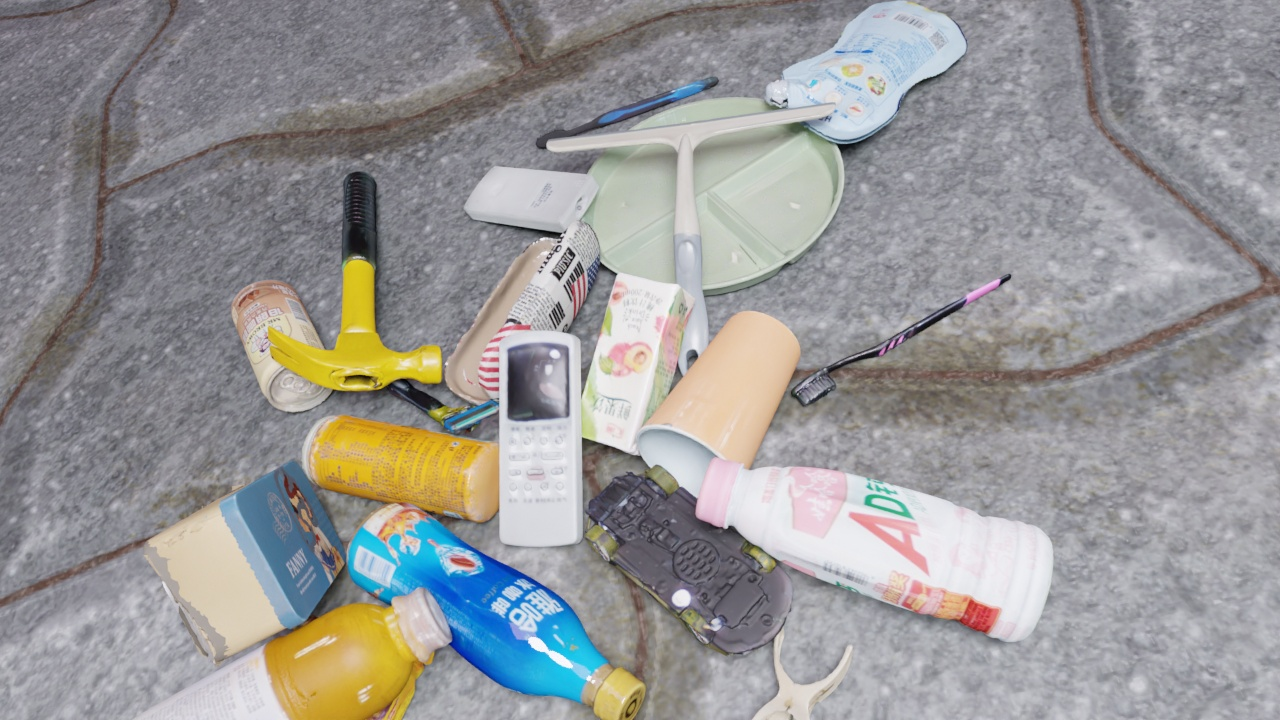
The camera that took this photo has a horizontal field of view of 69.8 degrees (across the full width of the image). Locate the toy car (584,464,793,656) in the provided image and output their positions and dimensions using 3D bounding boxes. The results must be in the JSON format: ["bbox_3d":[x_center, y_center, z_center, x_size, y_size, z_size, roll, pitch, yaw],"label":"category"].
[{"bbox_3d":[0.028,0.127,0.587,0.070,0.042,0.158,-42,53,-17],"label":"toy car"}]

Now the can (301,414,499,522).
[{"bbox_3d":[-0.171,0.077,0.669,0.146,0.058,0.058,8,57,21],"label":"can"}]

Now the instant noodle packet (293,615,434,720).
[{"bbox_3d":[-0.201,0.227,0.576,0.111,0.044,0.128,5,56,24],"label":"instant noodle packet"}]

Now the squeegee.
[{"bbox_3d":[0.036,-0.099,0.714,0.247,0.039,0.246,-4,65,10],"label":"squeegee"}]

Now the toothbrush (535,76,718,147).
[{"bbox_3d":[-0.013,-0.243,0.895,0.189,0.014,0.016,-20,28,-1],"label":"toothbrush"}]

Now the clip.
[{"bbox_3d":[0.087,0.202,0.524,0.072,0.035,0.100,11,49,23],"label":"clip"}]

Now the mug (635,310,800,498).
[{"bbox_3d":[0.060,0.028,0.636,0.078,0.078,0.122,19,55,27],"label":"mug"}]

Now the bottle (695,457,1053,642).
[{"bbox_3d":[0.132,0.103,0.540,0.197,0.068,0.068,16,59,13],"label":"bottle"}]

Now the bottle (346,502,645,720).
[{"bbox_3d":[-0.092,0.161,0.581,0.219,0.065,0.065,23,63,28],"label":"bottle"}]

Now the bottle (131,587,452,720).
[{"bbox_3d":[-0.201,0.194,0.528,0.189,0.068,0.068,-29,52,-7],"label":"bottle"}]

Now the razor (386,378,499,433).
[{"bbox_3d":[-0.159,0.035,0.702,0.042,0.022,0.143,-24,26,-35],"label":"razor"}]

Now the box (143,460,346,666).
[{"bbox_3d":[-0.243,0.122,0.580,0.062,0.090,0.184,-28,7,-9],"label":"box"}]

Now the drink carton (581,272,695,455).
[{"bbox_3d":[-0.004,0.004,0.659,0.054,0.045,0.122,14,86,27],"label":"drink carton"}]

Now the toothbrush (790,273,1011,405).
[{"bbox_3d":[0.193,-0.017,0.668,0.189,0.014,0.017,-28,62,-6],"label":"toothbrush"}]

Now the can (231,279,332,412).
[{"bbox_3d":[-0.302,-0.014,0.773,0.058,0.058,0.116,-32,53,-9],"label":"can"}]

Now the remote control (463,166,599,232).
[{"bbox_3d":[-0.100,-0.145,0.822,0.135,0.019,0.056,14,64,39],"label":"remote control"}]

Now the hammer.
[{"bbox_3d":[-0.244,-0.078,0.792,0.128,0.033,0.300,-1,40,-15],"label":"hammer"}]

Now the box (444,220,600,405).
[{"bbox_3d":[-0.091,-0.042,0.718,0.075,0.087,0.161,30,65,6],"label":"box"}]

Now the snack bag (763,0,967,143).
[{"bbox_3d":[0.200,-0.258,0.818,0.110,0.039,0.190,38,63,20],"label":"snack bag"}]

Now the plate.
[{"bbox_3d":[0.059,-0.143,0.790,0.230,0.027,0.229,-7,52,9],"label":"plate"}]

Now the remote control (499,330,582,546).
[{"bbox_3d":[-0.070,0.054,0.638,0.058,0.021,0.150,-3,84,14],"label":"remote control"}]
